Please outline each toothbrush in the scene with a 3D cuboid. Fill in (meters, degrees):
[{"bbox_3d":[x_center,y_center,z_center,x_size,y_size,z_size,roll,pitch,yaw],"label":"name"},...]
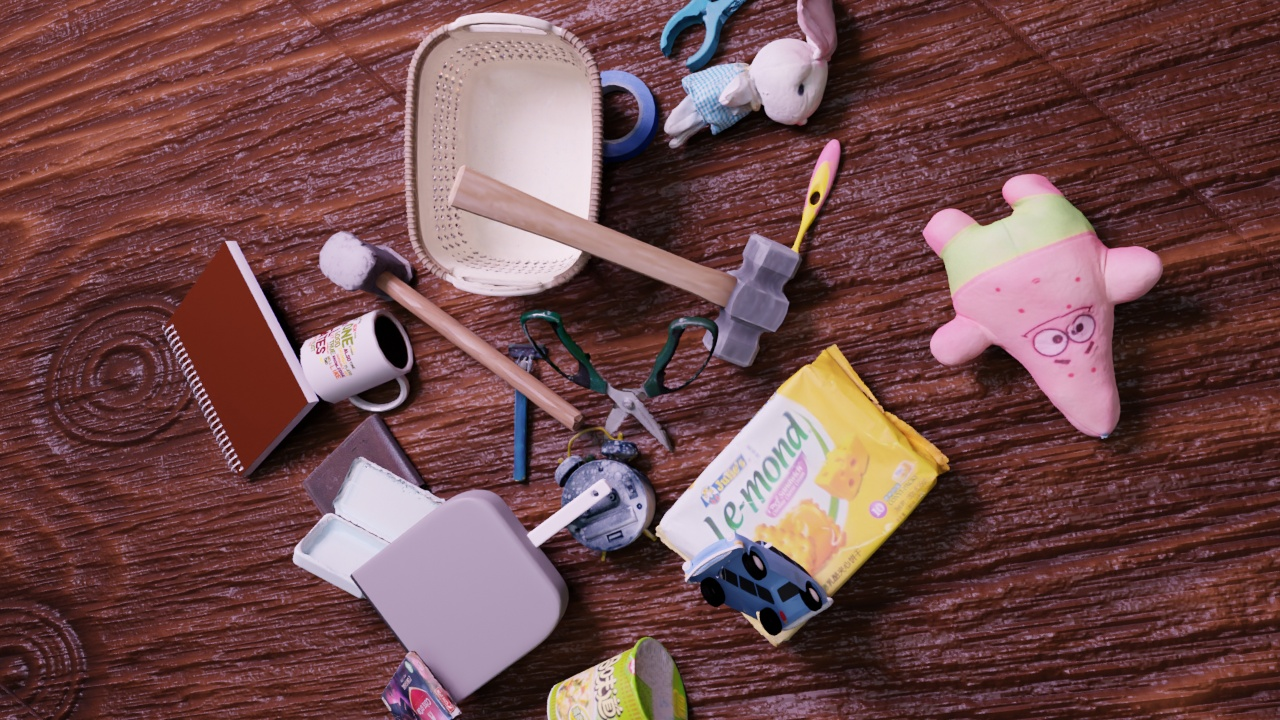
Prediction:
[{"bbox_3d":[0.167,-0.150,0.890,0.021,0.016,0.135,20,89,19],"label":"toothbrush"}]

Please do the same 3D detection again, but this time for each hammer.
[{"bbox_3d":[-0.189,-0.028,0.943,0.328,0.098,0.052,35,95,14],"label":"hammer"},{"bbox_3d":[-0.013,-0.098,0.827,0.322,0.051,0.117,19,105,-18],"label":"hammer"}]

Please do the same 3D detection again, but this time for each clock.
[{"bbox_3d":[-0.035,0.128,0.906,0.090,0.052,0.129,-23,80,13],"label":"clock"}]

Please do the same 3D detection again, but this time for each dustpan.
[{"bbox_3d":[-0.132,0.195,0.880,0.258,0.033,0.163,-38,89,12],"label":"dustpan"}]

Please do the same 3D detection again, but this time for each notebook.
[{"bbox_3d":[-0.452,0.003,1.025,0.172,0.022,0.209,-39,75,31],"label":"notebook"}]

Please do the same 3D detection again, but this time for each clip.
[{"bbox_3d":[0.081,-0.345,0.926,0.113,0.028,0.127,45,97,17],"label":"clip"}]

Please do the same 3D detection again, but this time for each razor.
[{"bbox_3d":[-0.123,0.054,0.954,0.042,0.022,0.144,2,87,17],"label":"razor"}]

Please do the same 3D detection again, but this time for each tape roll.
[{"bbox_3d":[-0.028,-0.253,0.952,0.091,0.016,0.093,-15,82,15],"label":"tape roll"}]

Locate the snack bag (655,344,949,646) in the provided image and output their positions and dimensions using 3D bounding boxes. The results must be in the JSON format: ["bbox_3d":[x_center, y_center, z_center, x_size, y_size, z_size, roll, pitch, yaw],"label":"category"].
[{"bbox_3d":[0.148,0.125,0.844,0.159,0.068,0.247,44,99,15],"label":"snack bag"}]

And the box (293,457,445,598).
[{"bbox_3d":[-0.237,0.196,0.936,0.197,0.075,0.125,27,85,2],"label":"box"}]

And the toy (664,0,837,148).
[{"bbox_3d":[0.113,-0.260,0.875,0.206,0.130,0.105,-34,93,17],"label":"toy"}]

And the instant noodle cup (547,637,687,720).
[{"bbox_3d":[-0.025,0.327,0.871,0.108,0.098,0.099,-26,79,21],"label":"instant noodle cup"}]

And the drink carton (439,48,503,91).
[{"bbox_3d":[-0.154,-0.292,0.980,0.130,0.040,0.064,42,98,15],"label":"drink carton"}]

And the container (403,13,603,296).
[{"bbox_3d":[-0.122,-0.192,0.883,0.184,0.142,0.246,5,102,4],"label":"container"}]

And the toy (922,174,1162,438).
[{"bbox_3d":[0.346,-0.041,0.790,0.192,0.096,0.236,-26,86,21],"label":"toy"}]

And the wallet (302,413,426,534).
[{"bbox_3d":[-0.303,0.133,0.996,0.120,0.031,0.099,-41,74,12],"label":"wallet"}]

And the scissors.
[{"bbox_3d":[-0.005,0.005,0.863,0.205,0.015,0.201,-29,114,33],"label":"scissors"}]

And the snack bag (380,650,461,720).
[{"bbox_3d":[-0.221,0.341,0.912,0.074,0.018,0.156,48,140,12],"label":"snack bag"}]

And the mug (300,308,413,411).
[{"bbox_3d":[-0.296,0.008,0.987,0.090,0.073,0.105,-21,109,13],"label":"mug"}]

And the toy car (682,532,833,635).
[{"bbox_3d":[0.097,0.180,0.755,0.056,0.153,0.054,-38,41,20],"label":"toy car"}]
